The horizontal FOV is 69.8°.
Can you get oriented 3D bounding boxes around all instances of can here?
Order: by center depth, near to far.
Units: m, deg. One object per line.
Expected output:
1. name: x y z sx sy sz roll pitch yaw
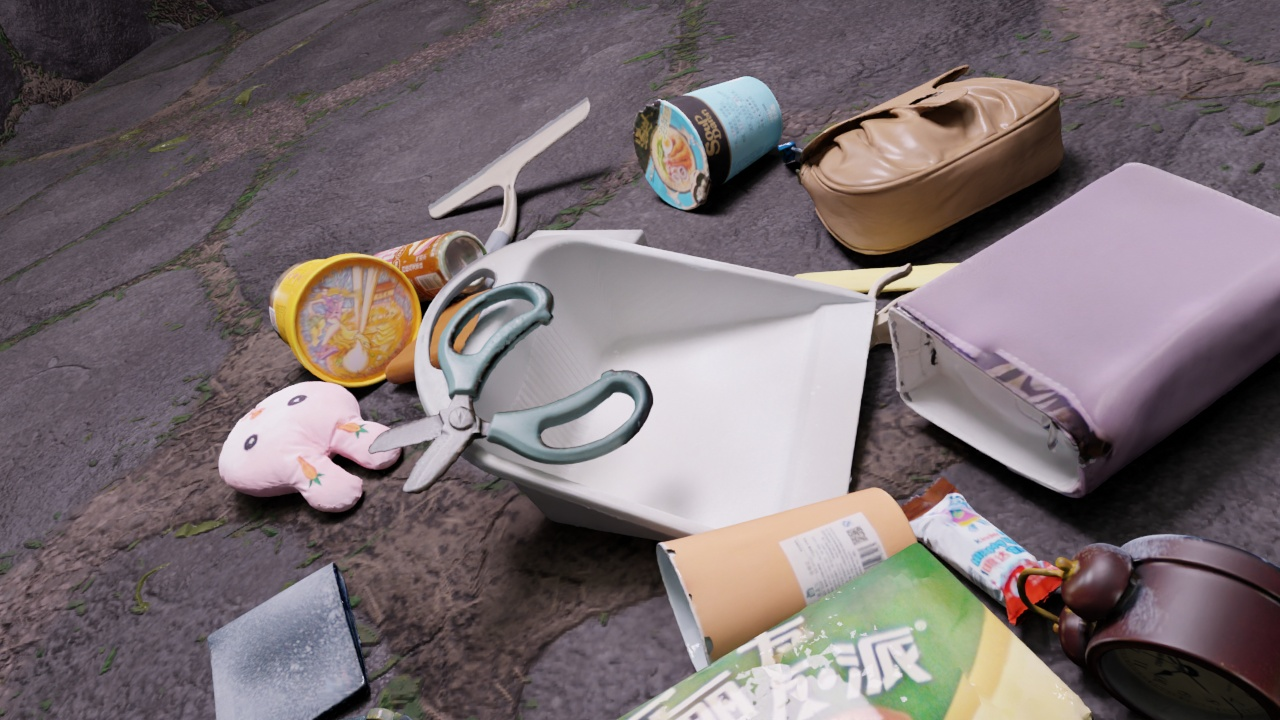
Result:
1. can: -0.209 -0.086 0.884 0.148 0.058 0.057 -5 37 45

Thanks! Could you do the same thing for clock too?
1. clock: 0.224 0.115 0.391 0.122 0.082 0.055 18 57 34

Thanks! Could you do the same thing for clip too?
1. clip: 0.167 -0.032 0.659 0.104 0.035 0.089 -21 38 16

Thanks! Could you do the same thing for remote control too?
1. remote control: -0.062 -0.104 0.885 0.135 0.019 0.056 4 43 32

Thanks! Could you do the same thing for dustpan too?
1. dustpan: -0.003 0.003 0.592 0.258 0.143 0.222 -5 48 28

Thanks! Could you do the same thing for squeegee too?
1. squeegee: -0.149 -0.136 0.959 0.247 0.039 0.246 -27 38 27

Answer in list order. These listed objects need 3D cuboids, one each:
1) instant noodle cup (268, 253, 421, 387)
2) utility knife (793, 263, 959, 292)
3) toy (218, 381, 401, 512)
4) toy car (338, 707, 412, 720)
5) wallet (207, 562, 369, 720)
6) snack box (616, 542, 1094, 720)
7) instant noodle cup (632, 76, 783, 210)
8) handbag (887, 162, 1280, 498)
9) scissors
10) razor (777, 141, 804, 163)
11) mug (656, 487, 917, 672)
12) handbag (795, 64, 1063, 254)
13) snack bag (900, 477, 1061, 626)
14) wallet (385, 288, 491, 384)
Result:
1. instant noodle cup: -0.282 -0.043 0.850 0.118 0.118 0.115 -41 32 -24
2. utility knife: 0.173 -0.064 0.708 0.175 0.019 0.030 4 39 31
3. toy: -0.270 0.069 0.750 0.160 0.054 0.121 14 49 30
4. toy car: -0.168 0.226 0.501 0.121 0.037 0.054 -17 35 25
5. wallet: -0.229 0.195 0.591 0.097 0.019 0.121 -31 38 -9
6. snack box: 0.063 0.188 0.399 0.240 0.063 0.114 -28 35 -8
7. instant noodle cup: 0.073 -0.221 0.904 0.120 0.111 0.111 -31 35 -26
8. handbag: 0.267 -0.019 0.529 0.196 0.098 0.145 -31 35 -13
9. scissors: -0.068 0.026 0.552 0.177 0.019 0.174 22 53 10
10. razor: 0.205 -0.202 0.870 0.143 0.022 0.042 -8 -6 14
11. mug: 0.079 0.112 0.477 0.122 0.078 0.078 -18 35 -8
12. handbag: 0.232 -0.173 0.746 0.204 0.100 0.148 -28 32 -13
13. snack bag: 0.179 0.100 0.484 0.045 0.026 0.105 -34 35 -10
14. wallet: -0.154 -0.026 0.798 0.132 0.031 0.107 -12 32 44
